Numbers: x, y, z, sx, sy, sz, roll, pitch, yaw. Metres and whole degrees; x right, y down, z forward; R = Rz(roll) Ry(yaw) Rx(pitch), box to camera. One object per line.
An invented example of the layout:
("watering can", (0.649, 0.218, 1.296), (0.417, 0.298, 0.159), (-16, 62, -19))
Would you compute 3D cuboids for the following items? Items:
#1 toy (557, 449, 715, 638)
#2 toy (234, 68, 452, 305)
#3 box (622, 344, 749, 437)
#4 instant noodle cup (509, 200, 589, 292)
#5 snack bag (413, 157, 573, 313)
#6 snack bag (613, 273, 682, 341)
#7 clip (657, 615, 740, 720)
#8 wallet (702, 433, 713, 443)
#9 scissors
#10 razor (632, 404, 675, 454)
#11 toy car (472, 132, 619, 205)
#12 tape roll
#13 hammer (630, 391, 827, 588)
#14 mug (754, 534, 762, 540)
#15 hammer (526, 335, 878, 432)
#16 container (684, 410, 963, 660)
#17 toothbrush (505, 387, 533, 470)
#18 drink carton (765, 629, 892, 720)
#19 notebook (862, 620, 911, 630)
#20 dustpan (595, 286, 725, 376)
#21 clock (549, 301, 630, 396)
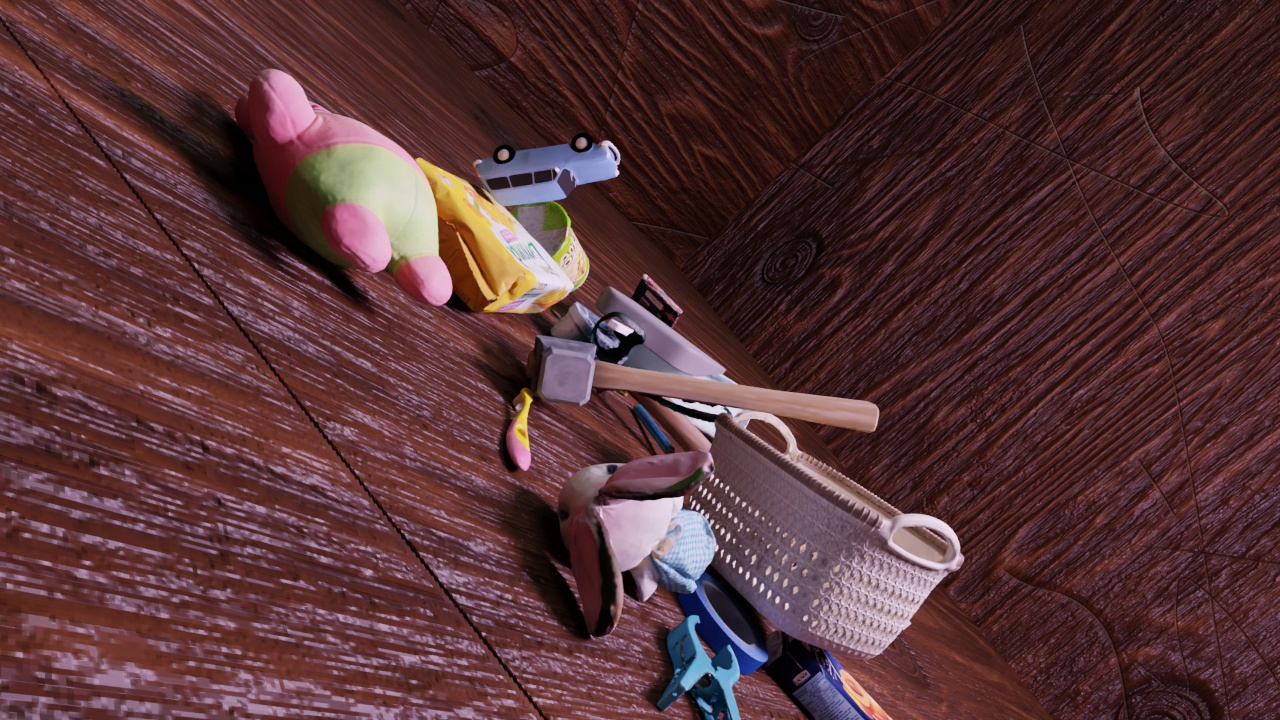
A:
("toy", (-0.001, 0.110, 0.646), (0.106, 0.131, 0.205), (34, -2, 20))
("toy", (-0.223, -0.135, 0.664), (0.237, 0.097, 0.192), (43, -2, 27))
("box", (0.064, 0.041, 1.214), (0.197, 0.075, 0.125), (31, 20, -9))
("instant noodle cup", (-0.118, -0.139, 1.181), (0.099, 0.099, 0.108), (52, 2, 27))
("snack bag", (-0.161, -0.113, 0.919), (0.159, 0.068, 0.247), (48, 8, 4))
("snack bag", (0.007, -0.054, 1.312), (0.074, 0.018, 0.156), (46, -32, 9))
("clip", (0.031, 0.202, 0.610), (0.113, 0.028, 0.126), (50, 10, 4))
("wallet", (0.108, 0.140, 1.218), (0.099, 0.031, 0.120), (51, 7, 11))
("scissors", (-0.005, 0.005, 0.916), (0.202, 0.015, 0.204), (15, -25, 16))
("razor", (0.021, 0.091, 1.044), (0.042, 0.022, 0.144), (42, 10, -36))
("toy car", (-0.097, -0.198, 0.968), (0.056, 0.153, 0.054), (49, 36, -74))
("tape roll", (0.066, 0.212, 0.749), (0.091, 0.016, 0.093), (36, 15, -52))
("hammer", (0.109, 0.141, 1.013), (0.328, 0.098, 0.052), (45, 10, -4))
("mug", (0.156, 0.191, 1.113), (0.105, 0.073, 0.089), (19, -7, 31))
("hammer", (0.059, 0.028, 0.830), (0.322, 0.051, 0.117), (9, 5, -10))
("container", (0.151, 0.152, 0.832), (0.184, 0.143, 0.246), (27, 4, -31))
("toothbrush", (-0.093, 0.053, 0.706), (0.021, 0.016, 0.135), (46, 11, -19))
("drink carton", (0.165, 0.290, 0.797), (0.130, 0.040, 0.064), (48, 8, 2))
("notebook", (0.259, 0.271, 1.207), (0.209, 0.022, 0.172), (50, -11, 18))
("dustpan", (0.011, -0.036, 1.141), (0.163, 0.033, 0.257), (37, 4, 16))
("clock", (-0.051, -0.011, 1.040), (0.129, 0.052, 0.090), (51, 10, 29))
